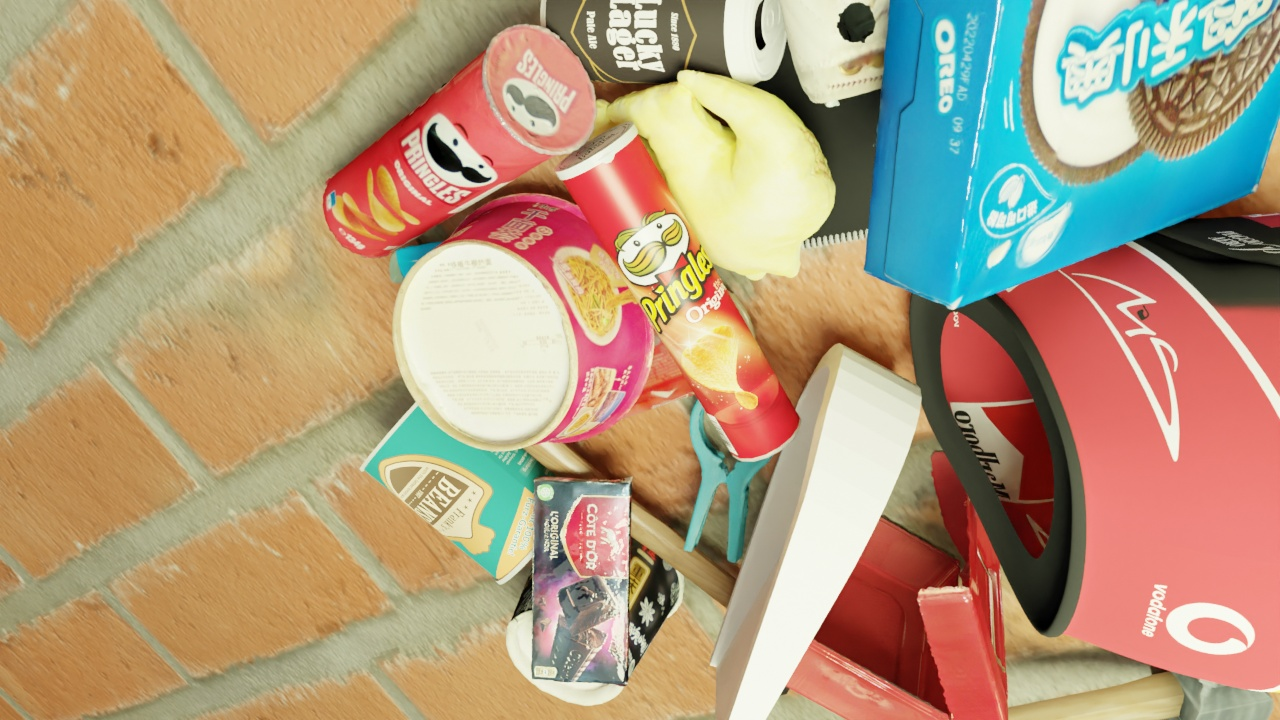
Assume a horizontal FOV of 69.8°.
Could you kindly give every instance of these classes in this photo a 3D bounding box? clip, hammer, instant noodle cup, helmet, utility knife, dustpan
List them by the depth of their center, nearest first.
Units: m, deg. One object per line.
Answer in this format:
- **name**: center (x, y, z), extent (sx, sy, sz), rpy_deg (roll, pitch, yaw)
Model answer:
- **helmet**: center (0.288, 0.029, 0.467), extent (0.225, 0.270, 0.198), rpy_deg (-10, 127, 2)
- **dustpan**: center (0.090, 0.115, 0.596), extent (0.053, 0.191, 0.258), rpy_deg (29, 96, 3)
- **instant noodle cup**: center (-0.087, -0.017, 0.605), extent (0.179, 0.077, 0.179), rpy_deg (8, 109, 23)
- **hammer**: center (0.265, 0.254, 0.641), extent (0.323, 0.051, 0.117), rpy_deg (-13, 126, 3)
- **utility knife**: center (-0.090, -0.074, 0.643), extent (0.225, 0.015, 0.031), rpy_deg (-1, 120, 28)
- **clip**: center (0.047, 0.076, 0.680), extent (0.121, 0.031, 0.130), rpy_deg (32, 100, 8)
- **hammer**: center (0.027, 0.151, 0.729), extent (0.328, 0.052, 0.098), rpy_deg (39, 125, -9)
- **instant noodle cup**: center (-0.043, 0.210, 0.768), extent (0.137, 0.112, 0.137), rpy_deg (10, 123, 15)

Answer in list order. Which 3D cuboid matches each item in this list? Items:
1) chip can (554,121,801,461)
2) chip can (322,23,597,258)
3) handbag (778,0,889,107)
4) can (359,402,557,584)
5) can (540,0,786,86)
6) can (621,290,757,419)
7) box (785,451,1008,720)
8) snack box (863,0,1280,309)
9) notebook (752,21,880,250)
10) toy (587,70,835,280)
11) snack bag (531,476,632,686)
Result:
- **chip can**: center (0.028, -0.035, 0.549), extent (0.052, 0.051, 0.215), rpy_deg (-19, 115, 29)
- **chip can**: center (-0.126, -0.127, 0.581), extent (0.234, 0.073, 0.073), rpy_deg (-14, 115, 49)
- **handbag**: center (0.095, -0.228, 0.425), extent (0.096, 0.141, 0.198), rpy_deg (-8, 109, 27)
- **can**: center (-0.137, 0.096, 0.742), extent (0.144, 0.099, 0.099), rpy_deg (41, 125, -6)
- **can**: center (0.012, -0.193, 0.518), extent (0.129, 0.071, 0.072), rpy_deg (11, 123, 25)
- **can**: center (-0.004, 0.004, 0.656), extent (0.171, 0.067, 0.067), rpy_deg (-20, 111, 30)
- **box**: center (0.169, 0.167, 0.634), extent (0.156, 0.157, 0.147), rpy_deg (-16, 112, 26)
- **snack box**: center (0.206, -0.146, 0.396), extent (0.056, 0.238, 0.196), rpy_deg (37, 138, 47)
- **notebook**: center (0.165, -0.148, 0.531), extent (0.207, 0.016, 0.149), rpy_deg (-7, 116, 24)
- **toy**: center (0.042, -0.106, 0.553), extent (0.155, 0.064, 0.171), rpy_deg (46, 156, -29)
- **snack bag**: center (-0.044, 0.164, 0.686), extent (0.074, 0.018, 0.155), rpy_deg (0, 89, 7)
